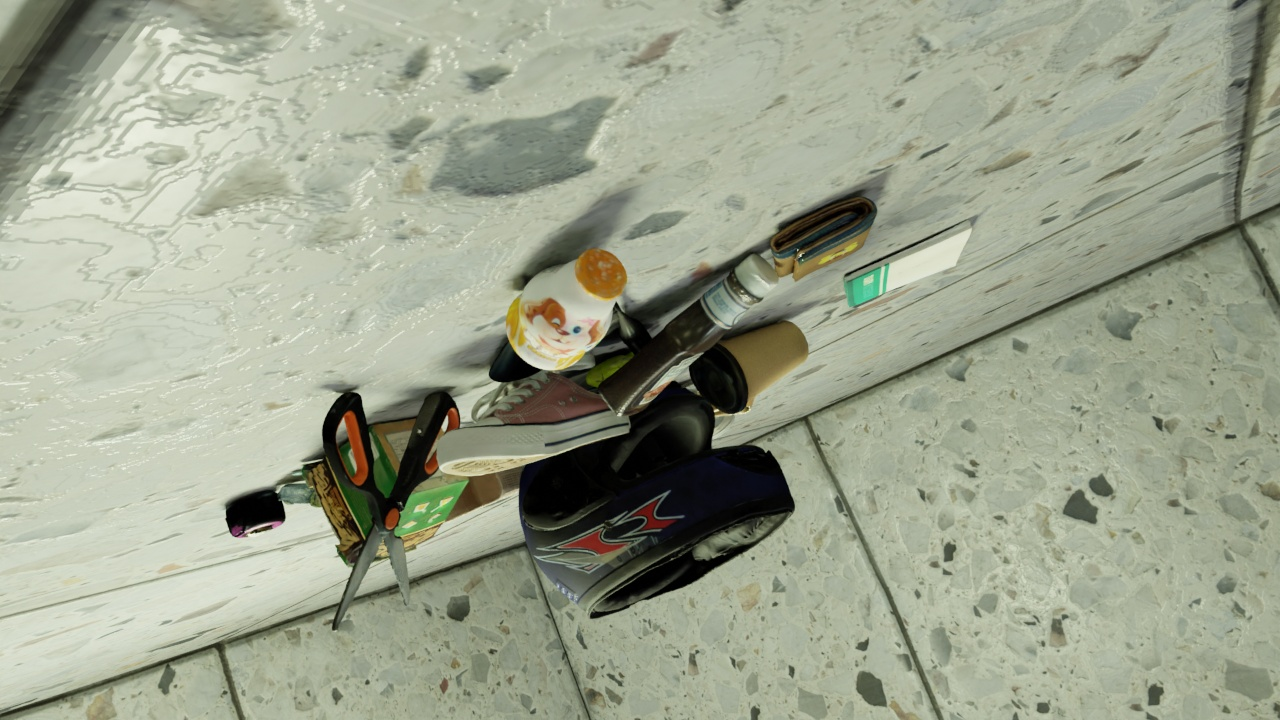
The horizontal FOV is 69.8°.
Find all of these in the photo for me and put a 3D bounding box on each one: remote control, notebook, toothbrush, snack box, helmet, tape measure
[{"bbox_3d":[-0.096,-0.003,0.787,0.053,0.024,0.137,-16,168,-25],"label":"remote control"},{"bbox_3d":[0.322,-0.111,1.125,0.150,0.012,0.209,-23,170,11],"label":"notebook"},{"bbox_3d":[-0.009,-0.026,0.848,0.027,0.026,0.212,-31,168,3],"label":"toothbrush"},{"bbox_3d":[-0.241,0.116,0.895,0.106,0.118,0.117,-44,160,32],"label":"snack box"},{"bbox_3d":[0.001,0.136,1.055,0.316,0.240,0.246,-37,156,31],"label":"helmet"},{"bbox_3d":[-0.401,0.163,0.958,0.057,0.039,0.058,-14,166,-37],"label":"tape measure"}]

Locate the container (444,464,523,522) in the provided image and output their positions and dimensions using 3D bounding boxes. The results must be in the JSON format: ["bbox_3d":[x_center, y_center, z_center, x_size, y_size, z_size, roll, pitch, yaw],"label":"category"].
[{"bbox_3d":[-0.194,0.132,1.094,0.090,0.090,0.111,-24,172,12],"label":"container"}]

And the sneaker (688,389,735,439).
[{"bbox_3d":[0.031,0.084,1.329,0.242,0.089,0.091,-12,162,-18],"label":"sneaker"}]

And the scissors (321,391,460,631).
[{"bbox_3d":[-0.217,0.112,0.785,0.022,0.235,0.220,9,-136,22],"label":"scissors"}]

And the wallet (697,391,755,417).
[{"bbox_3d":[0.116,0.031,1.199,0.087,0.024,0.114,-9,-143,29],"label":"wallet"}]

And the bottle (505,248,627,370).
[{"bbox_3d":[-0.048,-0.036,0.620,0.063,0.063,0.109,-15,167,-33],"label":"bottle"}]

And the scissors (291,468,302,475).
[{"bbox_3d":[-0.302,0.111,0.963,0.073,0.017,0.137,-15,169,19],"label":"scissors"}]

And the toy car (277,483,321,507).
[{"bbox_3d":[-0.329,0.143,0.983,0.054,0.036,0.120,0,172,32],"label":"toy car"}]

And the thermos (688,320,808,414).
[{"bbox_3d":[0.135,0.003,1.130,0.143,0.093,0.093,-26,173,-28],"label":"thermos"}]

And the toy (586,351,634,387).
[{"bbox_3d":[-0.006,0.006,0.995,0.100,0.031,0.097,-6,165,-45],"label":"toy"}]

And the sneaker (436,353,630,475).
[{"bbox_3d":[-0.101,0.049,0.867,0.119,0.088,0.240,-21,173,36],"label":"sneaker"}]

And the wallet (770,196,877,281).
[{"bbox_3d":[0.156,-0.102,0.794,0.090,0.033,0.115,-24,173,6],"label":"wallet"}]

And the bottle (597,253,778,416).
[{"bbox_3d":[0.045,-0.022,0.838,0.195,0.044,0.079,-42,169,28],"label":"bottle"}]
